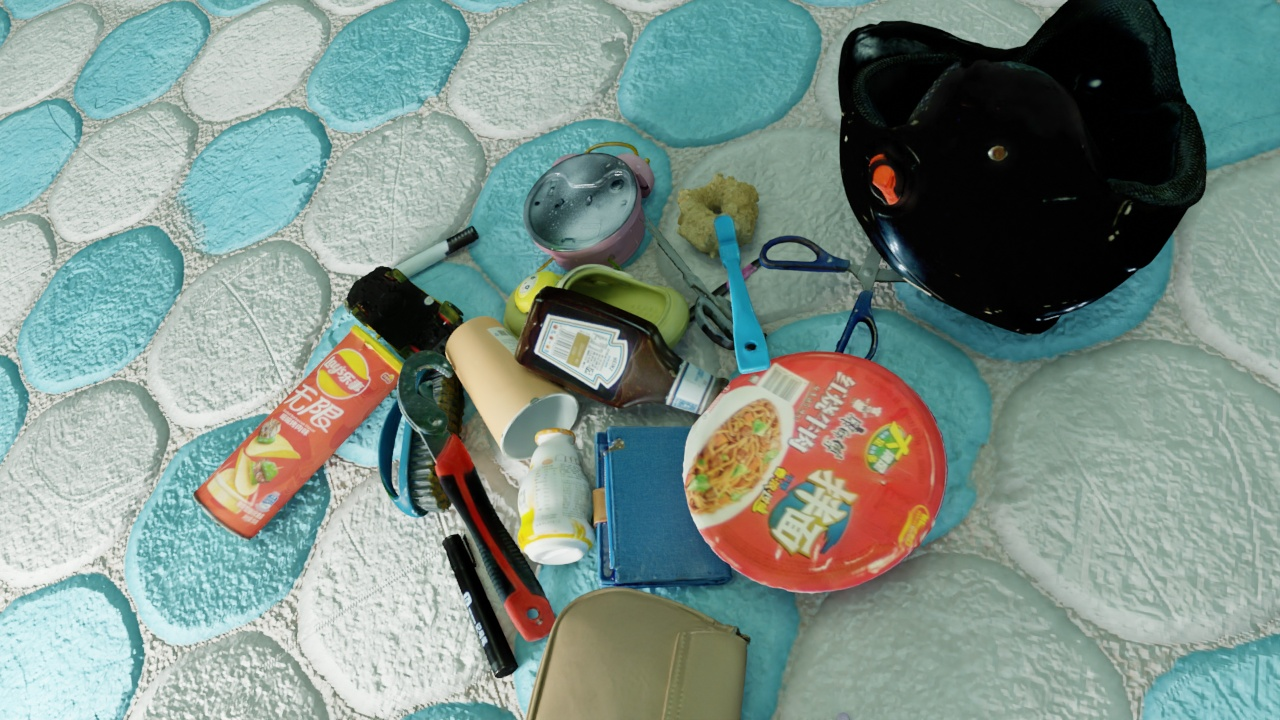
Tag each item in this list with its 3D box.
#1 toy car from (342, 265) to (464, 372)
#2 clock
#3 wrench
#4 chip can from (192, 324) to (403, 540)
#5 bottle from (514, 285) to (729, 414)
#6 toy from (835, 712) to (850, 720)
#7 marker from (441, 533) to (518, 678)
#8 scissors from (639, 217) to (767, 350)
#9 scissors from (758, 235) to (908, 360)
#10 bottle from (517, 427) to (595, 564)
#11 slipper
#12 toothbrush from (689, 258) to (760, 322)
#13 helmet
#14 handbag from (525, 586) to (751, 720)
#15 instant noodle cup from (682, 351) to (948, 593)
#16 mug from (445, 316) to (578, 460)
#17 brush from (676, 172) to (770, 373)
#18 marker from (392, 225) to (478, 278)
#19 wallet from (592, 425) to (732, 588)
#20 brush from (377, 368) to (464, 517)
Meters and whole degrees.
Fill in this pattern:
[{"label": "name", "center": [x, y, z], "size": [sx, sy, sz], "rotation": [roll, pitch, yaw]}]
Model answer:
[{"label": "toy car", "center": [-0.232, -0.042, 0.916], "size": [0.156, 0.041, 0.071], "rotation": [33, 76, 29]}, {"label": "clock", "center": [-0.047, -0.157, 0.908], "size": [0.117, 0.060, 0.158], "rotation": [3, 64, 21]}, {"label": "wrench", "center": [-0.143, 0.109, 0.774], "size": [0.056, 0.016, 0.273], "rotation": [-19, 68, -25]}, {"label": "chip can", "center": [-0.317, 0.065, 0.865], "size": [0.073, 0.073, 0.216], "rotation": [36, 77, 31]}, {"label": "bottle", "center": [-0.005, 0.004, 0.768], "size": [0.195, 0.044, 0.080], "rotation": [22, 113, 1]}, {"label": "toy", "center": [0.099, 0.287, 0.618], "size": [0.108, 0.039, 0.083], "rotation": [-18, 46, 16]}, {"label": "marker", "center": [-0.133, 0.200, 0.759], "size": [0.022, 0.020, 0.132], "rotation": [-14, 51, -25]}, {"label": "scissors", "center": [0.042, -0.072, 0.816], "size": [0.174, 0.014, 0.136], "rotation": [36, 32, 1]}, {"label": "scissors", "center": [0.181, -0.071, 0.780], "size": [0.162, 0.012, 0.172], "rotation": [23, 71, 5]}, {"label": "bottle", "center": [-0.070, 0.111, 0.760], "size": [0.063, 0.063, 0.108], "rotation": [-11, 59, 13]}, {"label": "slipper", "center": [-0.048, -0.054, 0.829], "size": [0.191, 0.082, 0.091], "rotation": [7, 55, 30]}, {"label": "toothbrush", "center": [0.039, -0.038, 0.837], "size": [0.189, 0.018, 0.014], "rotation": [-38, 51, -7]}, {"label": "helmet", "center": [0.268, -0.152, 0.694], "size": [0.275, 0.231, 0.232], "rotation": [32, 46, 27]}, {"label": "handbag", "center": [-0.005, 0.264, 0.628], "size": [0.148, 0.100, 0.204], "rotation": [0, 52, 17]}, {"label": "instant noodle cup", "center": [0.133, 0.089, 0.703], "size": [0.194, 0.066, 0.193], "rotation": [-8, 60, 14]}, {"label": "mug", "center": [-0.120, 0.019, 0.817], "size": [0.078, 0.078, 0.122], "rotation": [-39, 60, -5]}, {"label": "brush", "center": [0.079, -0.083, 0.805], "size": [0.083, 0.046, 0.254], "rotation": [-11, 43, 4]}, {"label": "marker", "center": [-0.229, -0.104, 0.963], "size": [0.131, 0.018, 0.022], "rotation": [-29, 24, 0]}, {"label": "wallet", "center": [0.015, 0.117, 0.736], "size": [0.106, 0.040, 0.132], "rotation": [-1, 59, -4]}, {"label": "brush", "center": [-0.201, 0.073, 0.831], "size": [0.073, 0.055, 0.143], "rotation": [-9, 59, 13]}]
